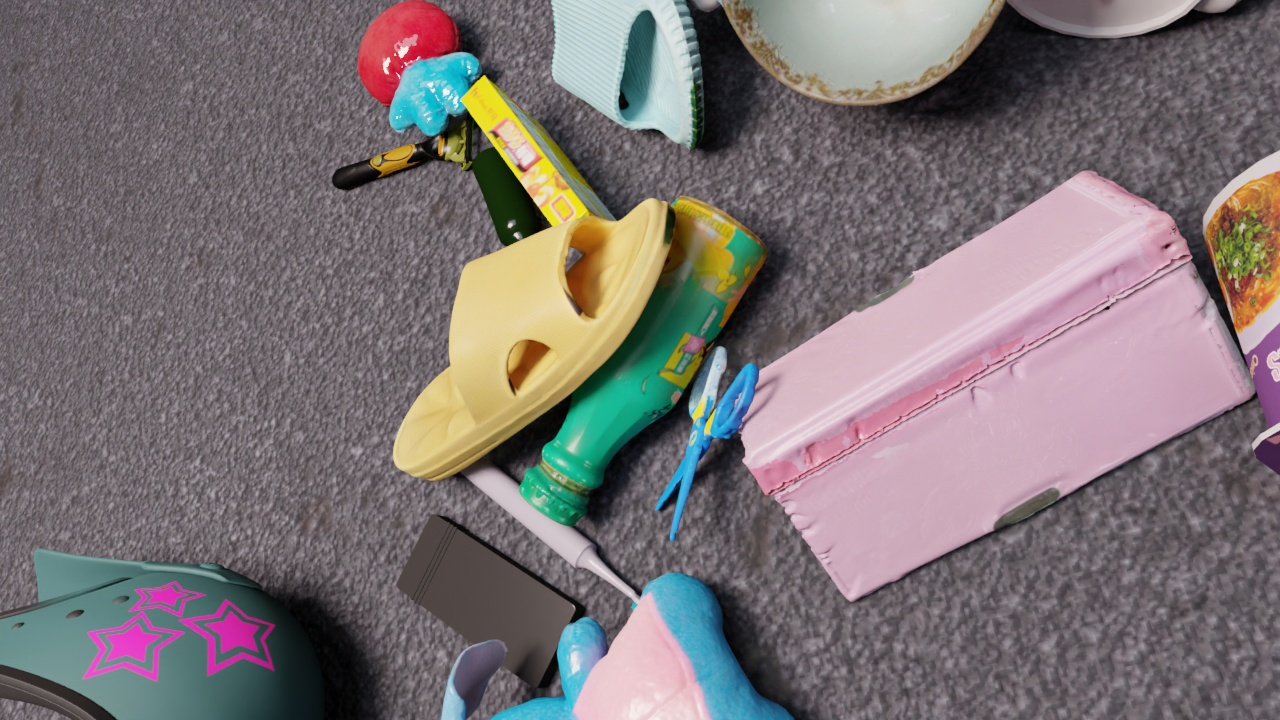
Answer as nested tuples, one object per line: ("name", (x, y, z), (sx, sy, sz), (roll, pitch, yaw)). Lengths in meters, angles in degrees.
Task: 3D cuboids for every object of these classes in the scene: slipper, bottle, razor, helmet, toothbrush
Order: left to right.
("helmet", (-0.336, 0.216, 0.593), (0.275, 0.200, 0.176), (9, 99, 13))
("razor", (-0.194, -0.161, 0.742), (0.144, 0.021, 0.044), (-10, 70, 26))
("slipper", (-0.086, -0.013, 0.562), (0.264, 0.078, 0.099), (-38, 34, 33))
("bottle", (-0.090, -0.099, 0.662), (0.033, 0.033, 0.123), (-31, 64, 16))
("toothbrush", (-0.059, 0.108, 0.591), (0.188, 0.018, 0.019), (32, 96, 31))
("slipper", (-0.036, -0.250, 0.637), (0.069, 0.116, 0.276), (-20, 57, -16))
("bottle", (-0.003, 0.003, 0.566), (0.068, 0.068, 0.209), (32, 91, 31))

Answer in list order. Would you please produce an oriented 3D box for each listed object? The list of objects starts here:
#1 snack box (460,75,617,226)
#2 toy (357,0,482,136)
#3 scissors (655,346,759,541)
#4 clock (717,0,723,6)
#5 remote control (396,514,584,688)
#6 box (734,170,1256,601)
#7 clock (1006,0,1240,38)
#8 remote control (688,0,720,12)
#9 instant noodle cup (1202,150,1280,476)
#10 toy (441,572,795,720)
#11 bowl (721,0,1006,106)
("snack box", (-0.063, -0.128, 0.632), (0.025, 0.075, 0.152), (-42, 61, 11))
("toy", (-0.175, -0.231, 0.729), (0.092, 0.062, 0.133), (-43, 65, 18))
("scissors", (0.035, 0.041, 0.542), (0.123, 0.016, 0.126), (-82, 19, -57))
("clock", (0.074, -0.294, 0.591), (0.060, 0.118, 0.162), (-16, 73, 35))
("remote control", (-0.101, 0.155, 0.601), (0.133, 0.013, 0.058), (25, 87, 30))
("box", (0.177, 0.017, 0.495), (0.233, 0.115, 0.106), (-33, 22, 13))
("clock", (0.264, -0.222, 0.475), (0.159, 0.120, 0.061), (11, 75, 40))
("remote control", (0.034, -0.287, 0.624), (0.022, 0.050, 0.133), (-23, 43, 28))
("instant noodle cup", (0.306, -0.027, 0.397), (0.137, 0.122, 0.121), (-6, 59, -3))
("toy", (-0.006, 0.226, 0.489), (0.191, 0.099, 0.224), (-40, 68, 3))
("bowl", (0.129, -0.230, 0.492), (0.160, 0.160, 0.093), (10, 39, 29))
